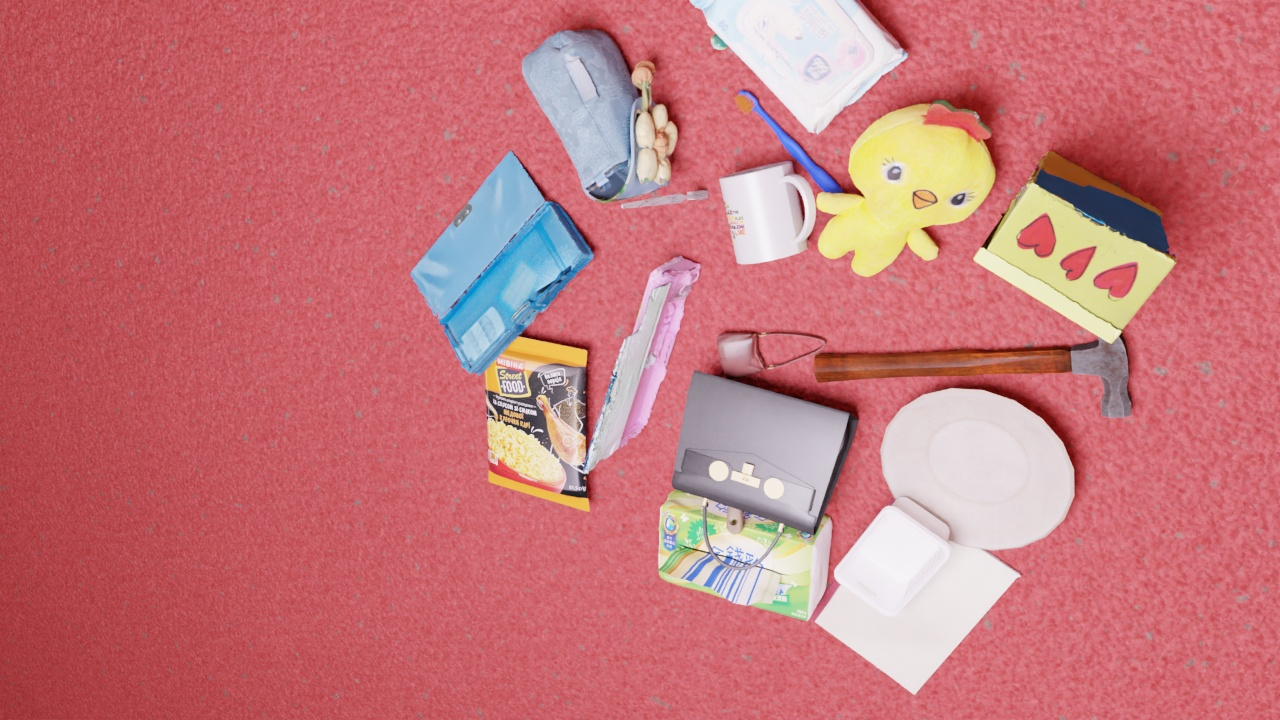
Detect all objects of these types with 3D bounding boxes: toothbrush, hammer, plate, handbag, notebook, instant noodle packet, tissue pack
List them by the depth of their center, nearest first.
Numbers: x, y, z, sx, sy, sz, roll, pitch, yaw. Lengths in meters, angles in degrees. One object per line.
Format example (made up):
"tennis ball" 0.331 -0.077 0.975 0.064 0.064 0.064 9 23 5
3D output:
"tissue pack" 0.144 -0.307 0.842 0.182 0.069 0.112 39 118 -23
"hammer" 0.322 0.002 0.925 0.301 0.028 0.111 -2 108 29
"toothbrush" 0.024 -0.163 0.932 0.010 0.181 0.010 4 104 30
"toothbrush" 0.161 -0.209 0.938 0.182 0.018 0.016 48 147 5
"plate" 0.343 0.108 0.942 0.189 0.027 0.189 16 123 26
"handbag" -0.030 -0.263 0.966 0.119 0.121 0.192 -25 91 34
"handbag" 0.121 0.131 1.005 0.176 0.072 0.195 16 87 23
"handbag" 0.147 -0.012 1.017 0.120 0.029 0.055 -9 106 25
"notebook" 0.302 0.268 1.042 0.153 0.012 0.209 34 120 14
"tissue pack" 0.107 0.230 1.056 0.198 0.141 0.120 4 110 27
"instant noodle packet" -0.136 0.077 1.177 0.160 0.032 0.221 11 113 27

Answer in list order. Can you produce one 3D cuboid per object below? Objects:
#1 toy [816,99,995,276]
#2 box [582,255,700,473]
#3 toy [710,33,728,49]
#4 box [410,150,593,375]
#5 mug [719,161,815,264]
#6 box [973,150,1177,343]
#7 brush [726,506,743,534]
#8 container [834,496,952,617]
"toy" 0.247 -0.162 0.869 0.134 0.092 0.208 22 129 -11
"box" -0.006 0.006 1.024 0.035 0.159 0.231 26 118 16
"toy" 0.124 -0.389 0.866 0.194 0.072 0.130 -38 88 24
"box" -0.177 -0.117 1.134 0.232 0.033 0.174 -42 70 27
"mug" 0.136 -0.152 0.932 0.105 0.073 0.089 5 112 54
"box" 0.357 -0.101 0.754 0.124 0.220 0.081 33 121 12
"brush" 0.108 0.122 1.045 0.039 0.012 0.151 -4 69 23
"container" 0.276 0.207 0.989 0.081 0.049 0.129 35 129 13
